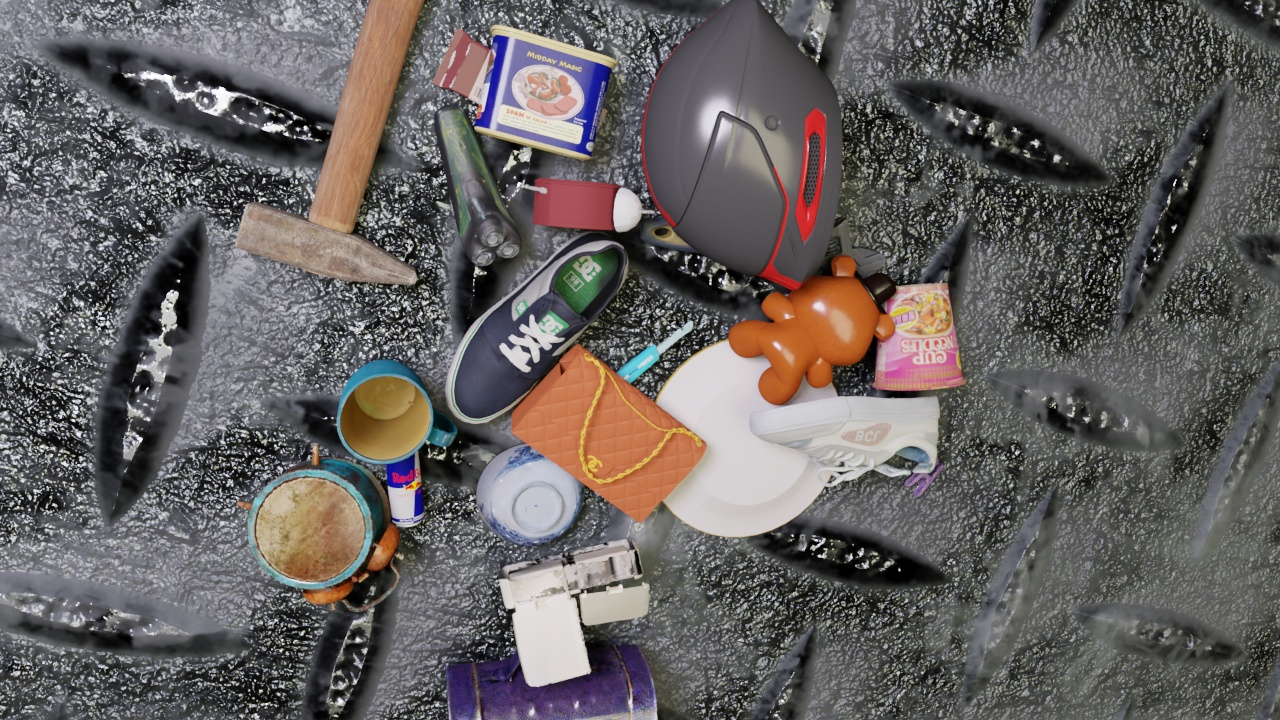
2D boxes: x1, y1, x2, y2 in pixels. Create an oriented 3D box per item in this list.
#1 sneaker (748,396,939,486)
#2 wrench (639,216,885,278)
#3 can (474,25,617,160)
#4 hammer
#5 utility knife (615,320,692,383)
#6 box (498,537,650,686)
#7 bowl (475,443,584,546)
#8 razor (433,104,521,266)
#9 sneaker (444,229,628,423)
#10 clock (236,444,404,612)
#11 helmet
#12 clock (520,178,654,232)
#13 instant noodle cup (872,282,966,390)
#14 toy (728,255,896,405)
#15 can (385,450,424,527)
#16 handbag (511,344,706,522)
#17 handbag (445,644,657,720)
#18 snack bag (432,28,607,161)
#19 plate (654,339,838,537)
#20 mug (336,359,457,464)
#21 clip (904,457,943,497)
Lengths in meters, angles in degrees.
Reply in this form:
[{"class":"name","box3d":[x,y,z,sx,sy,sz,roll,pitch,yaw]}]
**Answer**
[{"class":"sneaker","box3d":[0.224,0.086,0.966,0.241,0.090,0.090,1,81,-29]},{"class":"wrench","box3d":[0.131,-0.121,0.956,0.273,0.022,0.073,4,108,-15]},{"class":"can","box3d":[-0.089,-0.242,0.841,0.116,0.056,0.092,11,100,-16]},{"class":"hammer","box3d":[-0.244,-0.221,0.831,0.158,0.037,0.301,17,98,-17]},{"class":"utility knife","box3d":[-0.006,0.006,0.953,0.151,0.015,0.022,-40,110,-3]},{"class":"box","box3d":[-0.059,0.248,0.888,0.143,0.193,0.106,-12,87,-6]},{"class":"bowl","box3d":[-0.110,0.145,0.942,0.114,0.045,0.114,-3,103,-14]},{"class":"razor","box3d":[-0.155,-0.165,0.853,0.054,0.067,0.151,-18,98,-14]},{"class":"sneaker","box3d":[-0.101,-0.030,0.888,0.084,0.079,0.235,42,90,-20]},{"class":"clock","box3d":[-0.296,0.168,0.883,0.121,0.073,0.157,-37,96,-1]},{"class":"helmet","box3d":[0.085,-0.202,0.851,0.170,0.164,0.265,3,97,-8]},{"class":"clock","box3d":[-0.049,-0.147,0.871,0.124,0.087,0.044,2,101,-11]},{"class":"instant noodle cup","box3d":[0.296,-0.028,0.986,0.097,0.098,0.108,-6,96,-13]},{"class":"toy","box3d":[0.185,-0.034,0.949,0.176,0.096,0.112,-31,93,11]},{"class":"can","box3d":[-0.235,0.116,0.911,0.032,0.032,0.095,-6,103,-13]},{"class":"handbag","box3d":[-0.029,0.076,0.925,0.172,0.060,0.109,38,103,-20]},{"class":"handbag","box3d":[-0.096,0.385,0.957,0.204,0.125,0.222,-2,105,-13]},{"class":"snack bag","box3d":[-0.112,-0.250,0.870,0.158,0.013,0.057,24,96,-18]},{"class":"plate","box3d":[0.119,0.088,0.999,0.229,0.021,0.230,-3,103,-14]},{"class":"mug","box3d":[-0.226,0.047,0.860,0.112,0.104,0.084,27,94,-20]},{"class":"clip","box3d":[0.331,0.134,1.069,0.035,0.013,0.052,44,87,-20]}]
